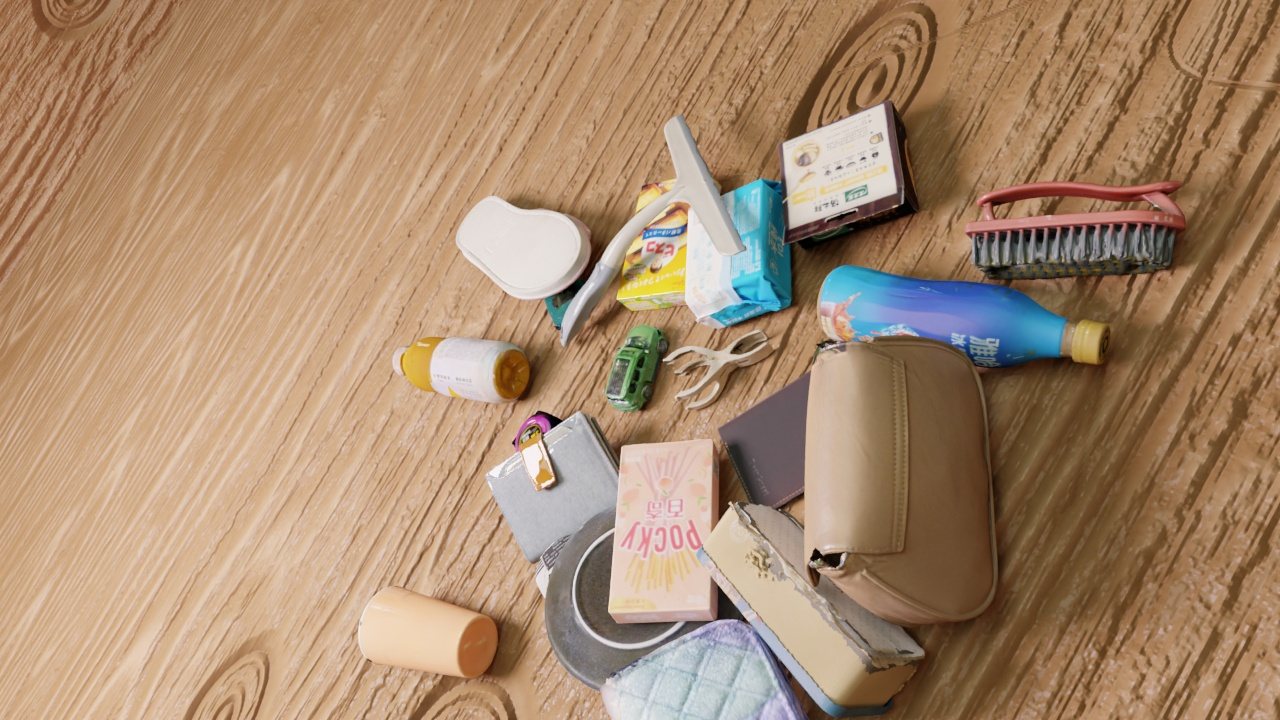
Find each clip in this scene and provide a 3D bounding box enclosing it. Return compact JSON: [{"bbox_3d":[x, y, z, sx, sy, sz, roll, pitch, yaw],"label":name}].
[{"bbox_3d":[0.071,0.015,0.847,0.103,0.035,0.092,-6,60,27],"label":"clip"}]

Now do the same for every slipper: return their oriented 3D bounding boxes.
[{"bbox_3d":[-0.133,-0.128,1.059,0.274,0.054,0.114,28,82,51],"label":"slipper"}]

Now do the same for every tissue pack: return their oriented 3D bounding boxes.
[{"bbox_3d":[0.095,-0.101,0.866,0.090,0.063,0.139,-17,56,34],"label":"tissue pack"}]

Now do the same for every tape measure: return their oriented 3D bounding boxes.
[{"bbox_3d":[-0.097,0.083,0.934,0.057,0.039,0.058,-52,43,3],"label":"tape measure"},{"bbox_3d":[-0.080,-0.067,1.008,0.055,0.025,0.058,-37,51,17],"label":"tape measure"}]

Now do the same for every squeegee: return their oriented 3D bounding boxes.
[{"bbox_3d":[-0.020,-0.103,0.922,0.247,0.039,0.246,-47,36,27],"label":"squeegee"}]

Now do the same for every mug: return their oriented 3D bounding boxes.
[{"bbox_3d":[-0.204,0.270,0.897,0.123,0.078,0.078,2,68,33],"label":"mug"}]

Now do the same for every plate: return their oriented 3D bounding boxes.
[{"bbox_3d":[-0.001,0.191,0.774,0.179,0.024,0.179,-10,51,12],"label":"plate"}]

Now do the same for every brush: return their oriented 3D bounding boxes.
[{"bbox_3d":[0.326,-0.101,0.691,0.146,0.063,0.069,1,81,36],"label":"brush"}]

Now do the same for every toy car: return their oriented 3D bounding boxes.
[{"bbox_3d":[-0.005,0.005,0.908,0.043,0.036,0.091,4,66,40],"label":"toy car"}]

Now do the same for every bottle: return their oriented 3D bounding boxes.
[{"bbox_3d":[0.245,-0.031,0.715,0.219,0.065,0.065,14,76,41],"label":"bottle"},{"bbox_3d":[-0.209,0.007,1.037,0.190,0.068,0.068,6,71,39],"label":"bottle"}]

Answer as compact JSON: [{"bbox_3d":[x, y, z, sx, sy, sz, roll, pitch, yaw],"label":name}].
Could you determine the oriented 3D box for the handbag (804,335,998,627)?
[{"bbox_3d":[0.178,0.082,0.656,0.100,0.147,0.204,-31,45,53],"label":"handbag"}]

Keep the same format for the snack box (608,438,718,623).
[{"bbox_3d":[0.022,0.141,0.772,0.084,0.026,0.157,-6,52,14],"label":"snack box"}]

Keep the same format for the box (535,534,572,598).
[{"bbox_3d":[-0.041,0.220,0.809,0.071,0.057,0.164,-34,47,-15],"label":"box"}]

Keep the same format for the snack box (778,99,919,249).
[{"bbox_3d":[0.186,-0.161,0.836,0.113,0.053,0.125,-16,59,30],"label":"snack box"}]

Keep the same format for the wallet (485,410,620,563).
[{"bbox_3d":[-0.080,0.120,0.877,0.130,0.037,0.106,-33,82,20],"label":"wallet"}]

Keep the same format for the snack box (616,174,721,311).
[{"bbox_3d":[0.030,-0.122,0.949,0.087,0.033,0.140,-3,68,37],"label":"snack box"}]

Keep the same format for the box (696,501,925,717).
[{"bbox_3d":[0.126,0.182,0.676,0.060,0.089,0.184,-56,44,15],"label":"box"}]

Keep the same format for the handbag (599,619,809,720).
[{"bbox_3d":[0.065,0.294,0.654,0.134,0.075,0.193,-29,62,6],"label":"handbag"}]

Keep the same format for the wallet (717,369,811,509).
[{"bbox_3d":[0.132,0.066,0.783,0.122,0.020,0.096,-35,51,20],"label":"wallet"}]
